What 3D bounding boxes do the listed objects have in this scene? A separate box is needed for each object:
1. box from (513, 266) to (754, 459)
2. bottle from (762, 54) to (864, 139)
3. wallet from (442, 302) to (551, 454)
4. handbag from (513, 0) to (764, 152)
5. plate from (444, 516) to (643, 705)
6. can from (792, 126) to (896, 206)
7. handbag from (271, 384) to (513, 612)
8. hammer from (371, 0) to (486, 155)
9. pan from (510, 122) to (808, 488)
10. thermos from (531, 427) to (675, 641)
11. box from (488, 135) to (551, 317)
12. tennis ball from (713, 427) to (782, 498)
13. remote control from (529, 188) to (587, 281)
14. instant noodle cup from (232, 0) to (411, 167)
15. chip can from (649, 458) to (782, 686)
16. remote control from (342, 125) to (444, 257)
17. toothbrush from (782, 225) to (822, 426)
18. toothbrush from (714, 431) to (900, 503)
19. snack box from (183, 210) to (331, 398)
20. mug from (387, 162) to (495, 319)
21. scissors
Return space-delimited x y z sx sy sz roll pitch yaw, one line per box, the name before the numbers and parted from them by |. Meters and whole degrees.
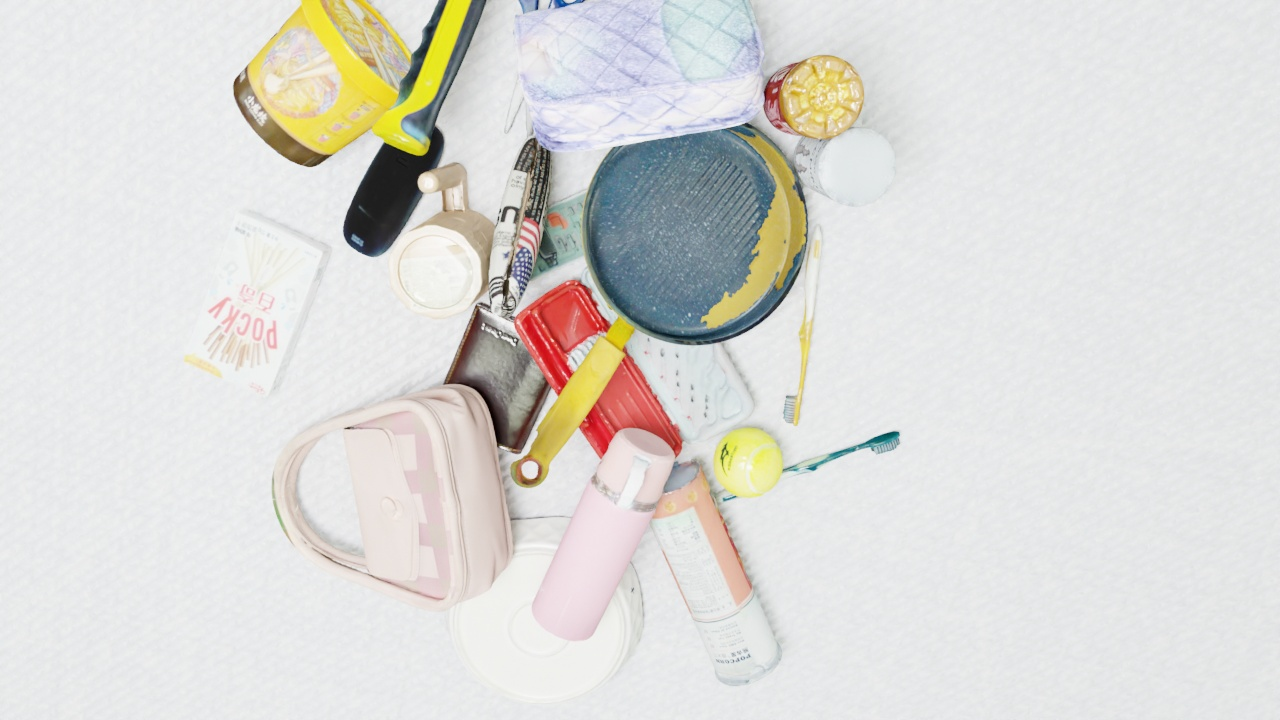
box | -0.005 0.004 0.845 0.161 0.058 0.201 -33 103 -1
bottle | 0.129 -0.205 0.718 0.057 0.174 0.057 0 105 1
wallet | -0.133 0.018 0.868 0.096 0.020 0.122 24 103 -5
handbag | -0.003 -0.238 0.737 0.194 0.134 0.076 -8 149 -1
plate | -0.098 0.258 0.920 0.205 0.045 0.205 1 105 2
can | 0.161 -0.160 0.744 0.058 0.146 0.058 0 106 1
handbag | -0.244 0.127 0.859 0.235 0.093 0.193 -4 97 22
hammer | -0.124 -0.313 0.717 0.126 0.032 0.323 21 84 -5
pan | 0.001 -0.046 0.774 0.197 0.078 0.357 37 90 -13
thermos | -0.033 0.159 0.817 0.067 0.087 0.199 25 109 -3
box | -0.104 -0.115 0.773 0.052 0.069 0.164 5 67 7
tennis ball | 0.100 0.095 0.858 0.065 0.065 0.065 0 105 1
remote control | -0.052 -0.122 0.826 0.135 0.019 0.056 -23 103 7
instant noodle cup | -0.260 -0.230 0.757 0.115 0.118 0.118 -33 102 18
chip can | 0.066 0.205 0.886 0.071 0.071 0.215 -22 104 7
remote control | -0.223 -0.153 0.819 0.053 0.024 0.136 32 104 -6
toothbrush | 0.150 -0.030 0.849 0.018 0.016 0.191 6 106 9
toothbrush | 0.159 0.106 0.886 0.192 0.016 0.018 -21 114 7
snack box | -0.355 -0.051 0.850 0.084 0.026 0.157 25 104 -5
mug | -0.166 -0.104 0.790 0.084 0.103 0.125 0 106 1
scissors | -0.079 -0.278 0.788 0.133 0.012 0.172 -15 106 5
